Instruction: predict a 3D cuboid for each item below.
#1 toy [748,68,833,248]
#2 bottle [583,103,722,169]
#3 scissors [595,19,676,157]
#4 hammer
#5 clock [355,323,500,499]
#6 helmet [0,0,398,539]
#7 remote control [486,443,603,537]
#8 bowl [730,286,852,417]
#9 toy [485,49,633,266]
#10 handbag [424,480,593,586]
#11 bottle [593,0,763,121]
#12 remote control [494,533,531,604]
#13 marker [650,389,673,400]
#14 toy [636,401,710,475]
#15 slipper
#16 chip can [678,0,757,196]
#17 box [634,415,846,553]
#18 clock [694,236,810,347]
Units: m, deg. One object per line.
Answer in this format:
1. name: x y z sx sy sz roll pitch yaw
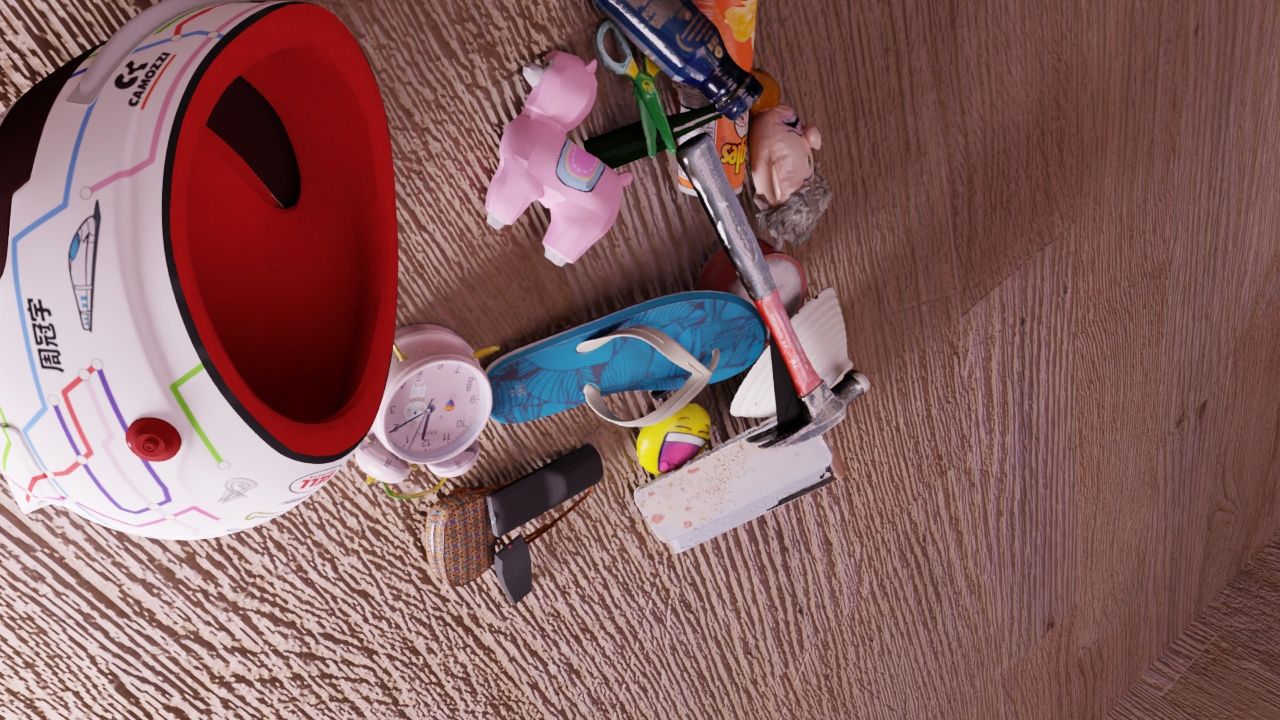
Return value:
1. toy: 0.141 -0.200 0.894 0.076 0.132 0.176 -14 113 19
2. bottle: 0.012 -0.198 0.804 0.123 0.033 0.033 -20 128 2
3. scissors: -0.005 -0.230 0.775 0.078 0.013 0.132 -1 80 -24
4. hammer: 0.110 -0.058 0.869 0.140 0.036 0.326 -37 116 -15
5. clock: -0.190 0.049 0.799 0.116 0.059 0.158 0 114 -37
6. helmet: -0.284 -0.050 0.556 0.230 0.236 0.314 -15 107 -68
7. remote control: -0.093 0.128 0.918 0.140 0.021 0.045 -24 111 -42
8. bowl: 0.181 0.011 1.001 0.177 0.071 0.177 -45 163 -18
9. toy: -0.065 -0.167 0.759 0.123 0.067 0.157 28 94 -17
10. handbag: -0.129 0.152 0.929 0.195 0.043 0.094 -19 121 -39
11. bottle: 0.033 -0.265 0.759 0.161 0.056 0.056 40 87 -15
12. remote control: -0.128 0.218 0.942 0.039 0.010 0.125 -38 152 -25
13. marker: 0.061 0.005 0.995 0.122 0.018 0.015 -35 125 -16
14. toy: 0.036 0.085 1.005 0.095 0.041 0.094 18 107 -43
15. slipper: -0.005 0.005 0.874 0.294 0.060 0.118 -14 125 -15
16. chip can: 0.069 -0.258 0.826 0.062 0.062 0.211 -17 123 -30
17. box: 0.111 0.131 1.022 0.217 0.094 0.121 -27 170 13
18. clock: 0.096 -0.059 0.959 0.156 0.062 0.110 -43 132 -4
